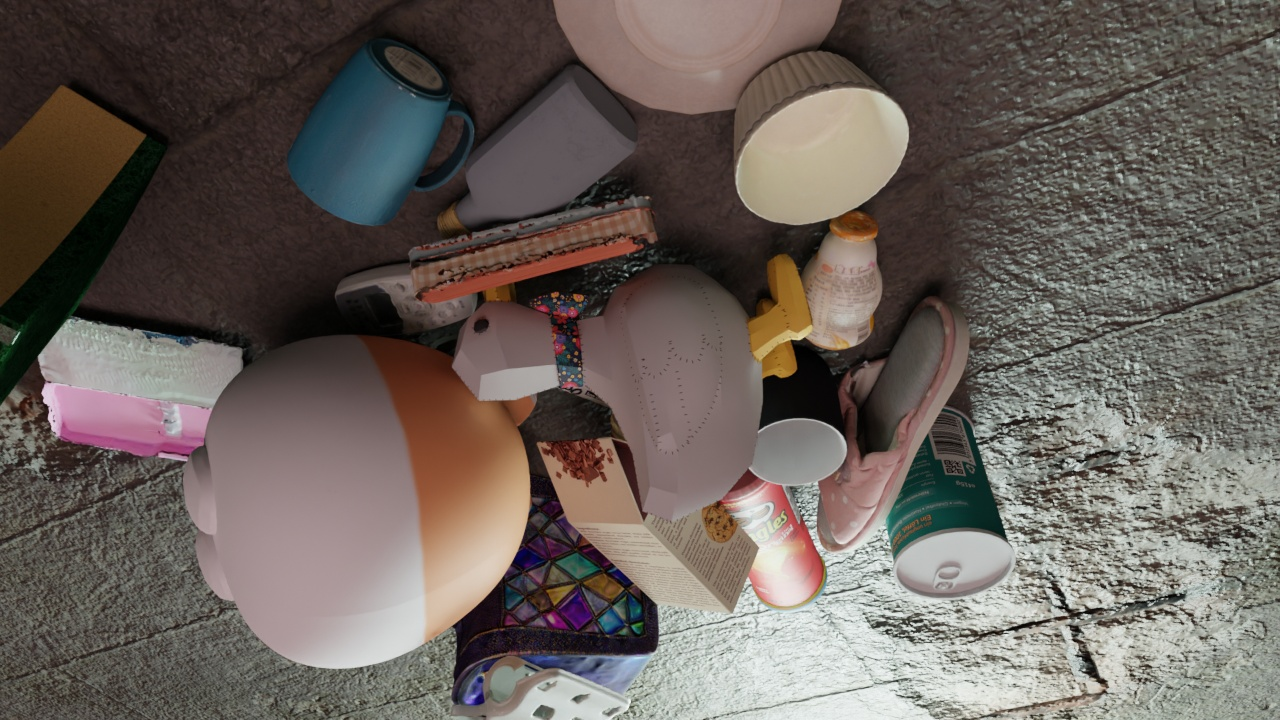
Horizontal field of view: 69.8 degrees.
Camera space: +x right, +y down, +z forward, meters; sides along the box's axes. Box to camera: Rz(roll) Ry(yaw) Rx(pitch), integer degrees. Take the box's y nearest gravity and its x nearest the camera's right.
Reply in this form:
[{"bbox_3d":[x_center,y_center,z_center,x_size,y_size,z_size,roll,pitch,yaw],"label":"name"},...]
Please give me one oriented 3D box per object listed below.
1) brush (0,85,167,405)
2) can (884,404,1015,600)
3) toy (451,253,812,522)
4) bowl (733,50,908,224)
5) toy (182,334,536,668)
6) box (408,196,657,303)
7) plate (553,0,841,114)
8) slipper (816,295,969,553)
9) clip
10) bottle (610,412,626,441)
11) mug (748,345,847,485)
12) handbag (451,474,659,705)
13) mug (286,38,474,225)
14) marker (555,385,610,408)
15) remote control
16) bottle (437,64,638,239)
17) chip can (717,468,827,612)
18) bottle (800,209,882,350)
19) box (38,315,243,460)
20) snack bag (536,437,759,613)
[{"bbox_3d":[-0.434,-0.048,0.618,0.075,0.249,0.196,33,123,-25],"label":"brush"},{"bbox_3d":[0.265,0.125,0.822,0.099,0.143,0.099,1,133,1],"label":"can"},{"bbox_3d":[-0.004,0.004,0.701,0.267,0.246,0.141,-15,156,-7],"label":"toy"},{"bbox_3d":[0.112,-0.153,0.611,0.115,0.062,0.115,-8,145,-6],"label":"bowl"},{"bbox_3d":[-0.218,0.104,0.760,0.280,0.265,0.263,-13,126,-28],"label":"toy"},{"bbox_3d":[-0.077,-0.076,0.668,0.187,0.053,0.058,-14,132,6],"label":"box"},{"bbox_3d":[0.036,-0.236,0.573,0.189,0.027,0.189,1,133,1],"label":"plate"},{"bbox_3d":[0.198,0.061,0.793,0.054,0.114,0.275,9,127,-12],"label":"slipper"},{"bbox_3d":[-0.099,0.306,0.808,0.148,0.081,0.125,-29,134,19],"label":"clip"},{"bbox_3d":[-0.012,0.090,0.872,0.044,0.044,0.109,5,132,-3],"label":"bottle"},{"bbox_3d":[0.111,0.041,0.784,0.121,0.094,0.085,11,132,-8],"label":"mug"},{"bbox_3d":[-0.106,0.228,0.903,0.222,0.204,0.126,12,133,-18],"label":"handbag"},{"bbox_3d":[-0.169,-0.156,0.631,0.112,0.084,0.104,7,134,-45],"label":"mug"},{"bbox_3d":[-0.073,0.011,0.812,0.126,0.025,0.025,22,130,-18],"label":"marker"},{"bbox_3d":[-0.191,-0.051,0.756,0.114,0.028,0.060,-6,132,9],"label":"remote control"},{"bbox_3d":[-0.083,-0.135,0.660,0.162,0.046,0.072,-33,124,28],"label":"bottle"},{"bbox_3d":[0.119,0.158,0.901,0.087,0.086,0.213,-15,132,16],"label":"chip can"},{"bbox_3d":[0.156,-0.062,0.709,0.063,0.063,0.109,3,132,0],"label":"bottle"},{"bbox_3d":[-0.426,0.032,0.840,0.230,0.035,0.159,10,133,-7],"label":"box"},{"bbox_3d":[0.003,0.135,0.810,0.095,0.069,0.206,-8,132,45],"label":"snack bag"}]
